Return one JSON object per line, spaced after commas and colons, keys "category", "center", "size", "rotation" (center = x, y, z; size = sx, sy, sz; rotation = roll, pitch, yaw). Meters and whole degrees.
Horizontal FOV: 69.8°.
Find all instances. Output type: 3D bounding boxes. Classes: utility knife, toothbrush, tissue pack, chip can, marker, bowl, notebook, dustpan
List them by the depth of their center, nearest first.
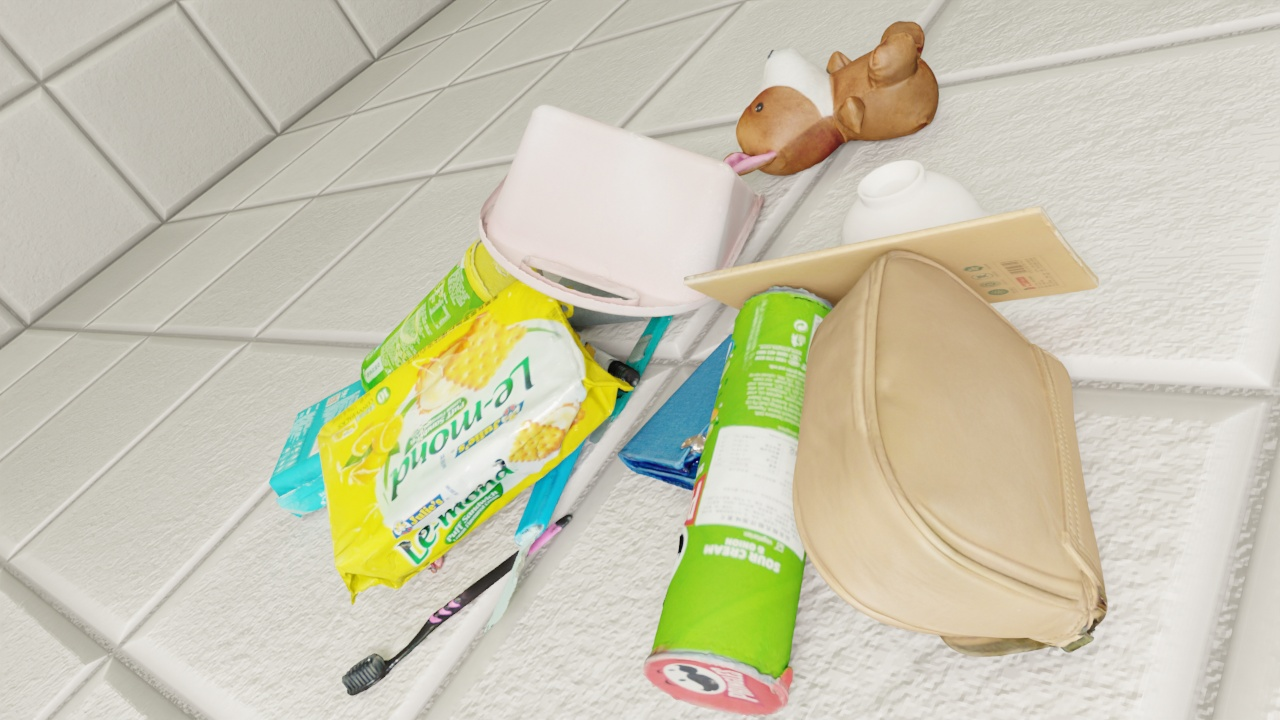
{"category": "chip can", "center": [0.065, 0.068, 0.509], "size": [0.072, 0.072, 0.235], "rotation": [-9, 47, 33]}
{"category": "notebook", "center": [0.152, -0.048, 0.560], "size": [0.208, 0.147, 0.008], "rotation": [-8, 74, 36]}
{"category": "toothbrush", "center": [-0.124, 0.164, 0.631], "size": [0.189, 0.018, 0.014], "rotation": [-37, 32, -12]}
{"category": "utility knife", "center": [-0.070, 0.102, 0.657], "size": [0.034, 0.018, 0.217], "rotation": [-33, 23, 35]}
{"category": "bowl", "center": [0.197, -0.110, 0.691], "size": [0.118, 0.065, 0.118], "rotation": [-23, 33, 15]}
{"category": "utility knife", "center": [-0.004, 0.004, 0.754], "size": [0.029, 0.013, 0.175], "rotation": [-18, 32, 41]}
{"category": "marker", "center": [-0.033, 0.002, 0.764], "size": [0.022, 0.018, 0.131], "rotation": [-57, 26, -3]}
{"category": "dustpan", "center": [-0.020, -0.120, 0.786], "size": [0.222, 0.139, 0.273], "rotation": [19, 7, 7]}
{"category": "chip can", "center": [-0.174, -0.025, 0.817], "size": [0.222, 0.072, 0.072], "rotation": [-35, 23, 41]}
{"category": "tissue pack", "center": [-0.288, 0.077, 0.864], "size": [0.093, 0.050, 0.133], "rotation": [-27, 31, 12]}

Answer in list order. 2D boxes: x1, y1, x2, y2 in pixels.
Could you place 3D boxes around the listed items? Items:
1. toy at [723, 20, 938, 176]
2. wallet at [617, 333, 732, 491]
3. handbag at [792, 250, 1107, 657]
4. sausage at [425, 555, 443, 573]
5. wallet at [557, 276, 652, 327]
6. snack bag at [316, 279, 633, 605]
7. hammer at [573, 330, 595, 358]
{"category": "toy", "center": [0.169, -0.239, 0.853], "size": [0.200, 0.130, 0.139], "rotation": [-25, 14, 30]}
{"category": "wallet", "center": [0.056, 0.033, 0.636], "size": [0.132, 0.040, 0.106], "rotation": [-46, 23, -20]}
{"category": "handbag", "center": [0.147, 0.045, 0.456], "size": [0.100, 0.147, 0.203], "rotation": [-53, 12, 42]}
{"category": "sausage", "center": [-0.170, 0.118, 0.732], "size": [0.020, 0.020, 0.155], "rotation": [-30, 32, 3]}
{"category": "wallet", "center": [-0.029, -0.075, 0.867], "size": [0.130, 0.037, 0.106], "rotation": [-4, 41, 37]}
{"category": "snack bag", "center": [-0.130, 0.050, 0.679], "size": [0.246, 0.068, 0.158], "rotation": [-37, 41, 4]}
{"category": "hammer", "center": [-0.125, -0.004, 0.839], "size": [0.129, 0.033, 0.301], "rotation": [-47, 29, 1]}
